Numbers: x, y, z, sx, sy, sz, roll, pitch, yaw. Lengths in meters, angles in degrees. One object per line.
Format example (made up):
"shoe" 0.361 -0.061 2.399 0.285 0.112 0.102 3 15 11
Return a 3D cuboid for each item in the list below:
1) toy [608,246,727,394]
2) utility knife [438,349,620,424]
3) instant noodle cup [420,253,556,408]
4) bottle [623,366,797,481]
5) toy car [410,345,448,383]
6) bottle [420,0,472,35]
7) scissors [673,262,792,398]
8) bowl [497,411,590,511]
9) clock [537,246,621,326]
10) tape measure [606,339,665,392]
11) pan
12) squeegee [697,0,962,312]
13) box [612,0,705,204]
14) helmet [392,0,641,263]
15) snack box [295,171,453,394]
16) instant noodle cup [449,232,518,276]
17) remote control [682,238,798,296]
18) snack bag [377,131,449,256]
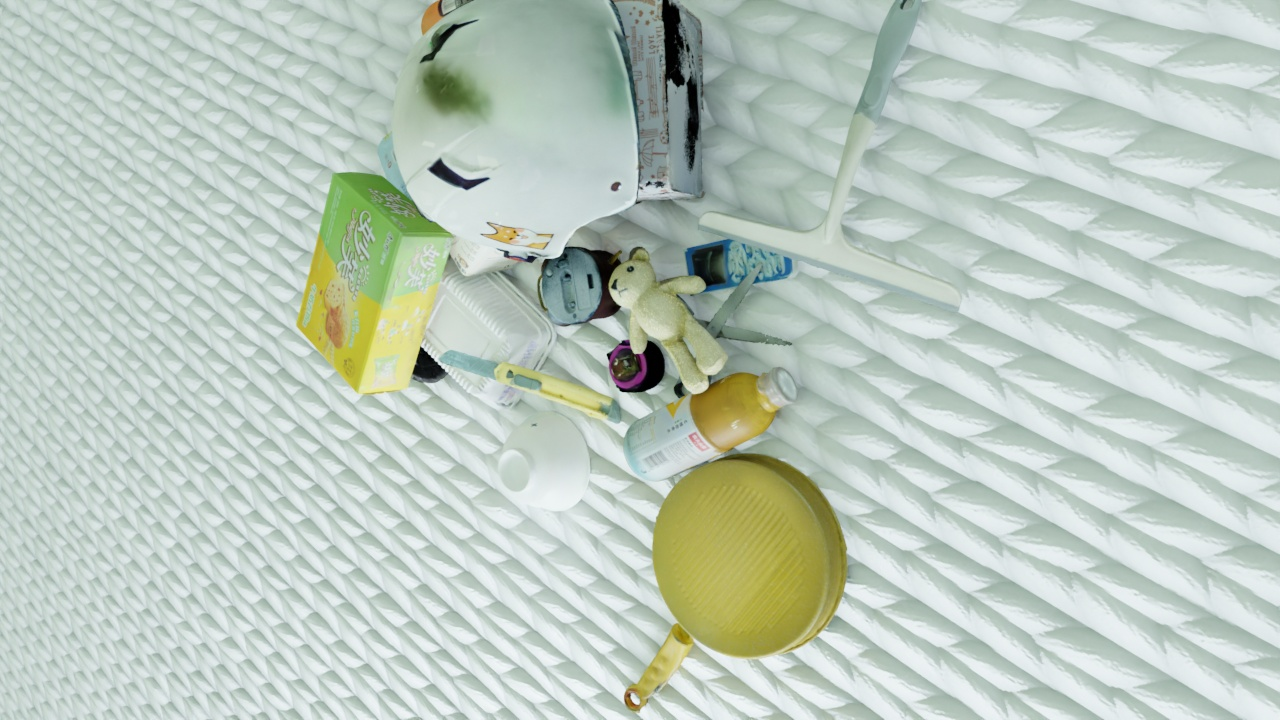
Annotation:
"toy" 0.023 -0.036 0.883 0.157 0.066 0.105 52 123 23
"utility knife" -0.121 0.025 1.013 0.216 0.022 0.031 19 100 12
"instant noodle cup" -0.195 -0.036 1.065 0.173 0.060 0.138 42 119 13
"bottle" 0.067 0.060 0.895 0.190 0.067 0.068 -30 78 35
"toy car" -0.296 -0.034 1.146 0.042 0.070 0.158 -44 70 32
"bottle" -0.174 -0.391 1.022 0.150 0.066 0.066 -17 85 29
"scissors" 0.069 -0.034 0.901 0.159 0.014 0.180 43 126 20
"bowl" -0.122 0.120 1.042 0.118 0.064 0.118 6 100 35
"clock" -0.069 -0.079 0.985 0.122 0.055 0.082 -8 92 37
"tape measure" -0.006 0.006 0.958 0.058 0.039 0.057 -23 82 36
"pan" 0.067 0.251 0.934 0.197 0.078 0.358 46 113 26
"squeegee" 0.190 -0.195 0.779 0.247 0.039 0.247 22 102 21
"box" -0.035 -0.243 0.882 0.174 0.151 0.182 0 96 18
"helmet" -0.130 -0.201 0.785 0.275 0.156 0.230 -7 89 48
"snack box" -0.311 -0.089 1.056 0.158 0.069 0.210 39 119 32
"instant noodle cup" -0.159 -0.164 1.013 0.116 0.116 0.124 58 136 16
"remote control" 0.095 -0.094 0.882 0.125 0.024 0.049 -7 92 41
"snack bag" -0.259 -0.192 1.119 0.110 0.038 0.191 -21 88 27
